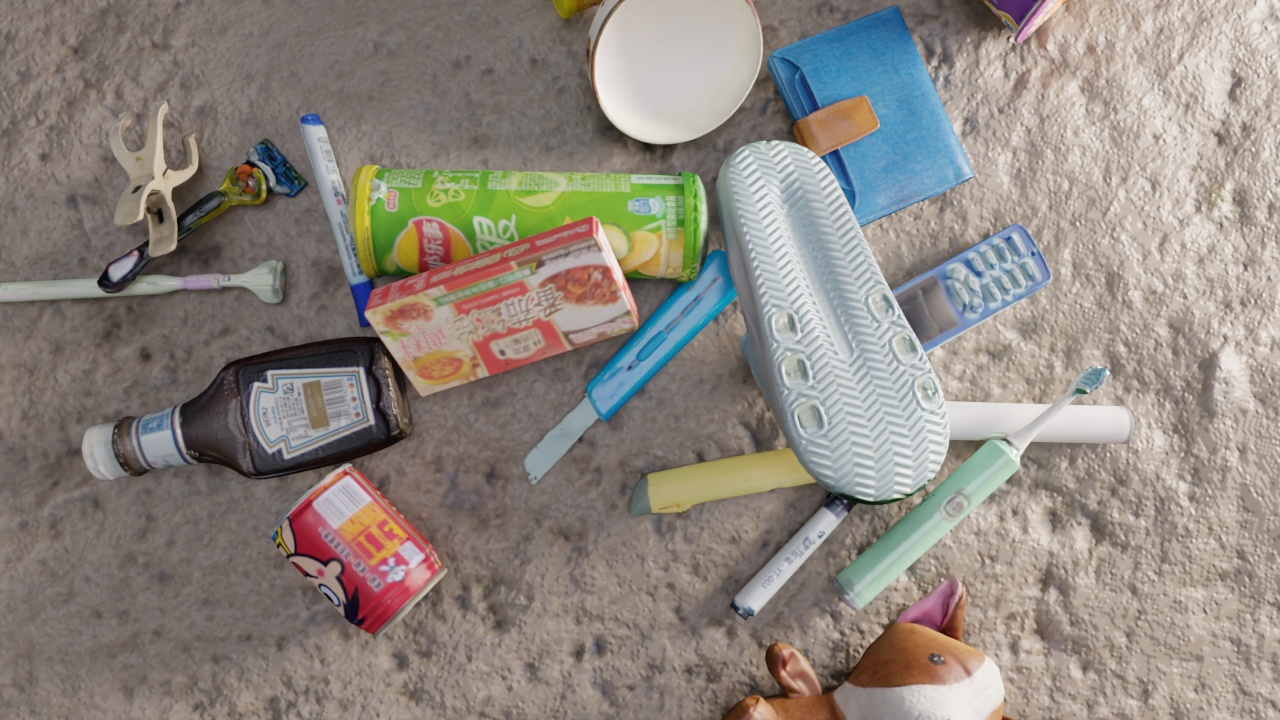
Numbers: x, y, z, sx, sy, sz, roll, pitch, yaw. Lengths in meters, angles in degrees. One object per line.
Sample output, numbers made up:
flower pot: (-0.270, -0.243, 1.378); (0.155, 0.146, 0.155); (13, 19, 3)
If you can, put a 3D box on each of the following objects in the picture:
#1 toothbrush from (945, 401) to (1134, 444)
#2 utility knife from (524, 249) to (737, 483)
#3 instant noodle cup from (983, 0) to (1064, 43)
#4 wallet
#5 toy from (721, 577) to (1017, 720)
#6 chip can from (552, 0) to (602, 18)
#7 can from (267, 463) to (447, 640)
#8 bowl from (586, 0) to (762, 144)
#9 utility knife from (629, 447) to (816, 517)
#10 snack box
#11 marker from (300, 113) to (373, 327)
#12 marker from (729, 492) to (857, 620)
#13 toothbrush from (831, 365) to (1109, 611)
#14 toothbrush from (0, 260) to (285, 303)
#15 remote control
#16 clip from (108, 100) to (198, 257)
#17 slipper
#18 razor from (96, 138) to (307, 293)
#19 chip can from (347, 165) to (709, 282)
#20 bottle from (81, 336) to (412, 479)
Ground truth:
toothbrush: (0.217, 0.041, 0.616); (0.221, 0.027, 0.026); (2, 61, -3)
utility knife: (-0.004, 0.004, 0.611); (0.034, 0.018, 0.206); (44, 86, 0)
instant noodle cup: (0.253, -0.285, 0.605); (0.099, 0.111, 0.111); (43, 85, 10)
wallet: (0.155, -0.164, 0.623); (0.106, 0.040, 0.133); (-23, 87, -9)
toy: (0.143, 0.227, 0.559); (0.199, 0.131, 0.140); (-19, 82, -14)
chip can: (0.036, -0.295, 0.606); (0.213, 0.072, 0.072); (-20, 87, -4)
can: (-0.174, 0.119, 0.570); (0.066, 0.066, 0.094); (-45, 90, -5)
bowl: (0.016, -0.206, 0.594); (0.113, 0.114, 0.062); (-17, 45, -4)
utility knife: (0.087, 0.075, 0.606); (0.195, 0.020, 0.031); (-11, 80, 6)
snack box: (-0.084, -0.031, 0.567); (0.153, 0.025, 0.075); (-17, 128, 11)
marker: (-0.199, -0.093, 0.608); (0.017, 0.017, 0.145); (-18, 88, -4)
marker: (0.108, 0.119, 0.610); (0.130, 0.018, 0.022); (-45, 79, -5)
toothbrush: (0.214, 0.081, 0.596); (0.224, 0.027, 0.026); (-43, 94, 4)
toothbrush: (-0.328, -0.048, 0.598); (0.189, 0.020, 0.029); (-3, 80, -2)
remote control: (0.214, -0.044, 0.623); (0.125, 0.024, 0.049); (-28, 88, -6)
clip: (-0.303, -0.110, 0.585); (0.034, 0.081, 0.104); (-17, 73, 2)
slipper: (0.108, -0.023, 0.588); (0.104, 0.074, 0.245); (-16, 79, -17)
razor: (-0.288, -0.091, 0.591); (0.142, 0.022, 0.042); (-40, 87, -14)
chip can: (-0.067, -0.087, 0.587); (0.221, 0.072, 0.072); (0, 86, -3)
bottle: (-0.249, 0.038, 0.584); (0.195, 0.044, 0.080); (-13, 87, -3)
